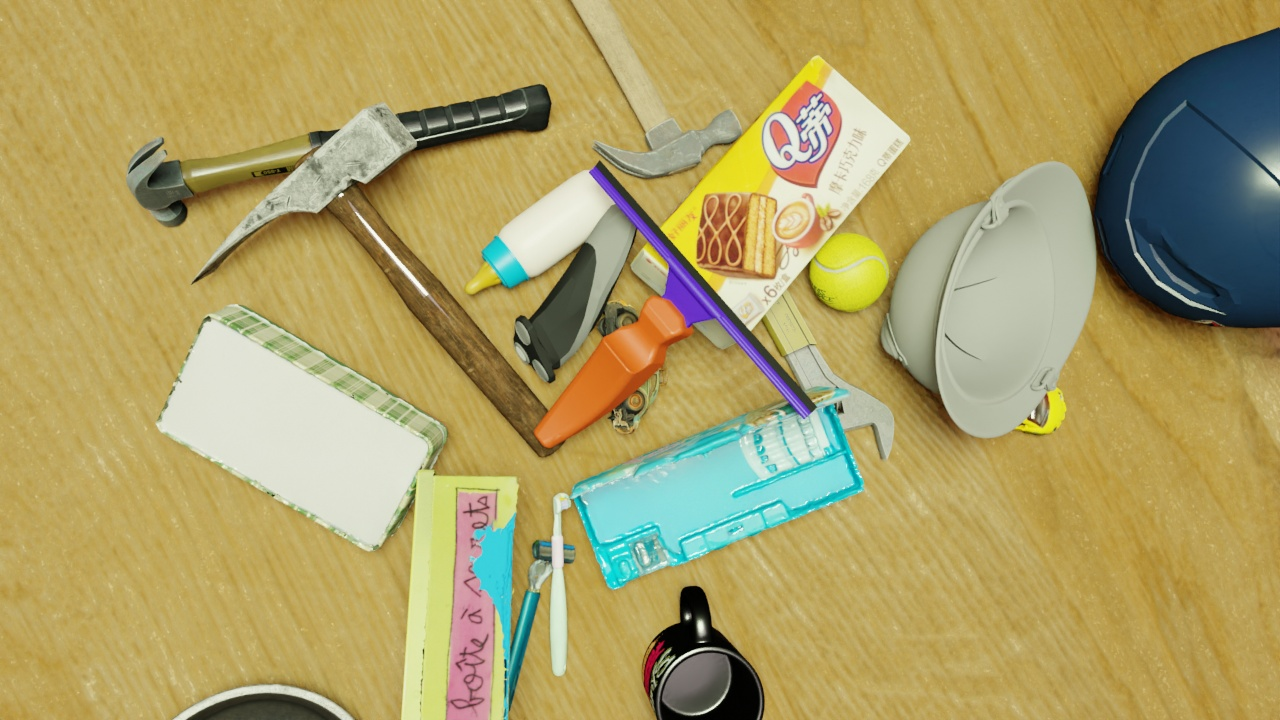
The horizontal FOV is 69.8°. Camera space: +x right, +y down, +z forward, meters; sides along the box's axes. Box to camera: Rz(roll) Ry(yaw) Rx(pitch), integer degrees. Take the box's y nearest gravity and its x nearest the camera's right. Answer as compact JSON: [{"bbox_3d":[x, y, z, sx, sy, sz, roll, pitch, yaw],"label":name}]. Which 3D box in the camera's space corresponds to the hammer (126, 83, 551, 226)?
[{"bbox_3d":[-0.234,-0.173,0.736,0.332,0.118,0.025,-15,82,-12],"label":"hammer"}]

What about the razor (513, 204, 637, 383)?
[{"bbox_3d":[-0.049,-0.059,0.750,0.156,0.060,0.057,-51,51,1],"label":"razor"}]

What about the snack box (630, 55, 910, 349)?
[{"bbox_3d":[0.107,-0.131,0.761,0.110,0.062,0.230,41,78,-2],"label":"snack box"}]

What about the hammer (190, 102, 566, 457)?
[{"bbox_3d":[-0.191,-0.021,0.740,0.218,0.037,0.300,-33,105,21],"label":"hammer"}]

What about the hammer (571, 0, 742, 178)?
[{"bbox_3d":[-0.041,-0.309,0.790,0.119,0.031,0.331,-29,93,-7],"label":"hammer"}]

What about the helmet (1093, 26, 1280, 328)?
[{"bbox_3d":[0.498,-0.118,0.742,0.224,0.231,0.272,-25,92,32],"label":"helmet"}]

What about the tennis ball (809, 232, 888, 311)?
[{"bbox_3d":[0.177,-0.075,0.780,0.065,0.065,0.065,0,85,-6],"label":"tennis ball"}]

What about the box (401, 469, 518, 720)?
[{"bbox_3d":[-0.133,0.197,0.686,0.081,0.124,0.220,0,78,-9],"label":"box"}]

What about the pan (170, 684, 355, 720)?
[{"bbox_3d":[-0.211,0.354,0.715,0.356,0.055,0.187,10,81,-17],"label":"pan"}]

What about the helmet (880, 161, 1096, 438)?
[{"bbox_3d":[0.271,-0.054,0.767,0.270,0.118,0.183,-44,119,-30],"label":"helmet"}]

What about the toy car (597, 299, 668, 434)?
[{"bbox_3d":[-0.005,0.004,0.767,0.047,0.047,0.112,-6,91,-29],"label":"toy car"}]

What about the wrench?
[{"bbox_3d":[0.132,-0.028,0.796,0.083,0.018,0.273,-27,88,-7],"label":"wrench"}]

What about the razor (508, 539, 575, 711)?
[{"bbox_3d":[-0.094,0.217,0.754,0.042,0.022,0.144,20,87,-40],"label":"razor"}]

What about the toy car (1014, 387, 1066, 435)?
[{"bbox_3d":[0.323,0.038,0.804,0.107,0.030,0.049,7,83,-6],"label":"toy car"}]

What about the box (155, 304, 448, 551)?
[{"bbox_3d":[-0.265,0.053,0.722,0.205,0.049,0.118,29,105,-1],"label":"box"}]

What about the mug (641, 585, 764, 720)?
[{"bbox_3d":[0.046,0.238,0.724,0.082,0.098,0.118,-3,85,-6],"label":"mug"}]

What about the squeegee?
[{"bbox_3d":[-0.013,0.002,0.707,0.185,0.055,0.249,-44,75,15],"label":"squeegee"}]

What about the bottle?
[{"bbox_3d":[-0.087,-0.100,0.764,0.146,0.051,0.051,-38,89,-7],"label":"bottle"}]

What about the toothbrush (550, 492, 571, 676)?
[{"bbox_3d":[-0.065,0.184,0.744,0.015,0.022,0.155,5,101,18],"label":"toothbrush"}]

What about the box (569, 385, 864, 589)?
[{"bbox_3d":[0.064,0.101,0.717,0.227,0.121,0.098,-21,87,-2],"label":"box"}]
